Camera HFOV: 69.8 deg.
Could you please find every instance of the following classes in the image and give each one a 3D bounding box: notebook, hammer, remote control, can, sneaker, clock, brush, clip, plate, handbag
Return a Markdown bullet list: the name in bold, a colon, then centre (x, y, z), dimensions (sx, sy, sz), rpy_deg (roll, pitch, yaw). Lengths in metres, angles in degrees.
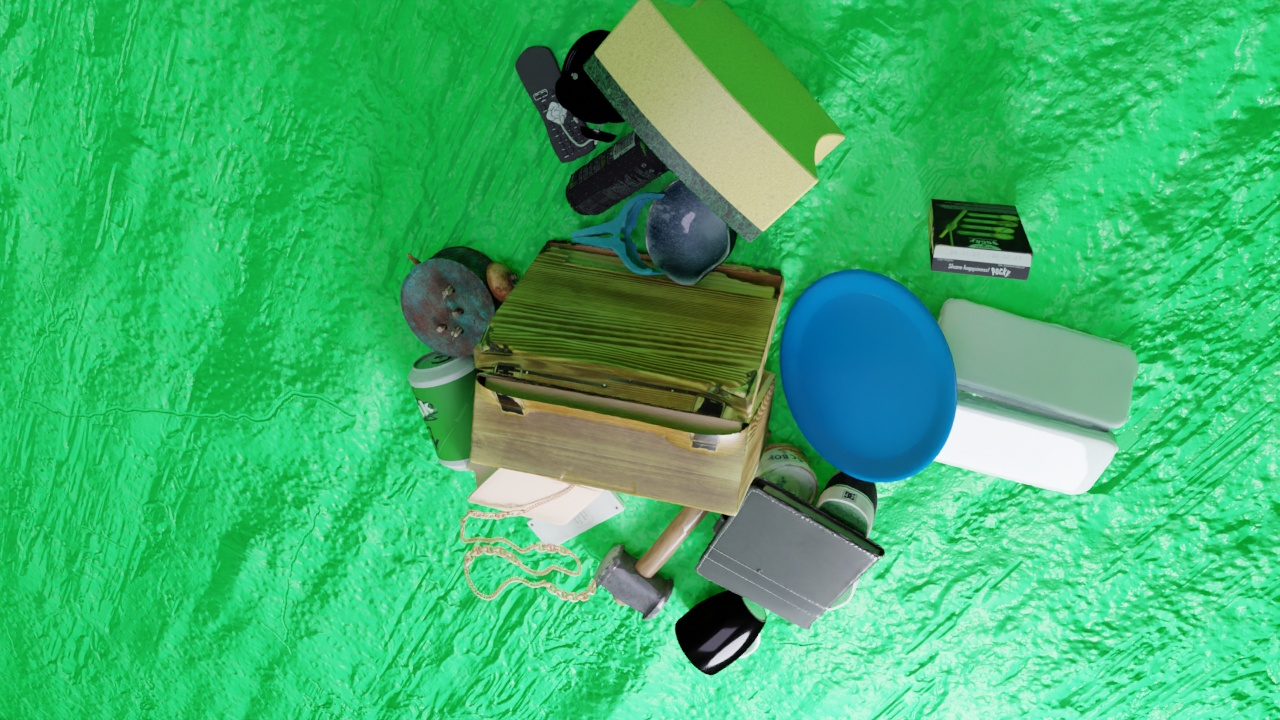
- **notebook**: centre (0.163, 0.230, 1.070), dimensions (0.169, 0.029, 0.210), rpy_deg (29, 136, 5)
- **hammer**: centre (0.059, 0.198, 1.143), dimensions (0.098, 0.052, 0.329), rpy_deg (36, 116, -2)
- **remote control**: centre (-0.092, -0.273, 0.976), dimensions (0.046, 0.009, 0.124), rpy_deg (-18, 109, 23)
- **can**: centre (-0.225, 0.059, 1.131), dimensions (0.088, 0.087, 0.140), rpy_deg (-7, 113, 19)
- **sneaker**: centre (0.232, 0.212, 1.088), dimensions (0.084, 0.078, 0.236), rpy_deg (22, 136, 15)
- **clock**: centre (-0.201, -0.066, 1.072), dimensions (0.158, 0.073, 0.121), rpy_deg (9, 117, 11)
- **brush**: centre (0.077, -0.226, 0.811), dimensions (0.195, 0.249, 0.075), rpy_deg (46, 118, -4)
- **clip**: centre (-0.011, -0.142, 0.969), dimensions (0.121, 0.033, 0.119), rpy_deg (42, 121, 27)
- **clock**: centre (-0.041, -0.273, 0.924), dimensions (0.121, 0.042, 0.091), rpy_deg (-46, 68, 29)
- **plate**: centre (0.236, 0.015, 0.955), dimensions (0.224, 0.024, 0.224), rpy_deg (21, 118, 48)
- **handbag**: centre (-0.100, 0.183, 1.084), dimensions (0.198, 0.187, 0.117), rpy_deg (23, 130, -39)
- **remote control**: centre (-0.085, 0.202, 1.203), dimensions (0.136, 0.011, 0.050), rpy_deg (-32, 103, 27)
- **can**: centre (0.161, 0.143, 1.070), dimensions (0.086, 0.043, 0.086), rpy_deg (-3, 120, -6)
- **can**: centre (-0.021, -0.196, 0.948), dimensions (0.138, 0.053, 0.054), rpy_deg (-23, 108, 45)

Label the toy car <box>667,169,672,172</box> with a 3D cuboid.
- **toy car**: centre (0.026, -0.245, 0.940), dimensions (0.049, 0.030, 0.107), rpy_deg (3, 118, 33)

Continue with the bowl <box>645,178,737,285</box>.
- **bowl**: centre (0.062, -0.136, 0.962), dimensions (0.111, 0.055, 0.110), rpy_deg (4, 96, 38)

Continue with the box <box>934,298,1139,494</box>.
- **box**: centre (0.386, 0.044, 0.939), dimensions (0.211, 0.084, 0.186), rpy_deg (17, 110, 2)

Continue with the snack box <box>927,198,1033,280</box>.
- **snack box**: centre (0.312, -0.116, 0.854), dimensions (0.080, 0.147, 0.025), rpy_deg (7, 117, 13)

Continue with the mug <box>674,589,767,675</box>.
- **mug**: centre (0.119, 0.347, 1.183), dimensions (0.100, 0.084, 0.119), rpy_deg (-42, 128, 17)

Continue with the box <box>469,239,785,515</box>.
- **box**: centre (-0.007, 0.006, 0.948), dimensions (0.279, 0.258, 0.221), rpy_deg (11, 105, 12)
